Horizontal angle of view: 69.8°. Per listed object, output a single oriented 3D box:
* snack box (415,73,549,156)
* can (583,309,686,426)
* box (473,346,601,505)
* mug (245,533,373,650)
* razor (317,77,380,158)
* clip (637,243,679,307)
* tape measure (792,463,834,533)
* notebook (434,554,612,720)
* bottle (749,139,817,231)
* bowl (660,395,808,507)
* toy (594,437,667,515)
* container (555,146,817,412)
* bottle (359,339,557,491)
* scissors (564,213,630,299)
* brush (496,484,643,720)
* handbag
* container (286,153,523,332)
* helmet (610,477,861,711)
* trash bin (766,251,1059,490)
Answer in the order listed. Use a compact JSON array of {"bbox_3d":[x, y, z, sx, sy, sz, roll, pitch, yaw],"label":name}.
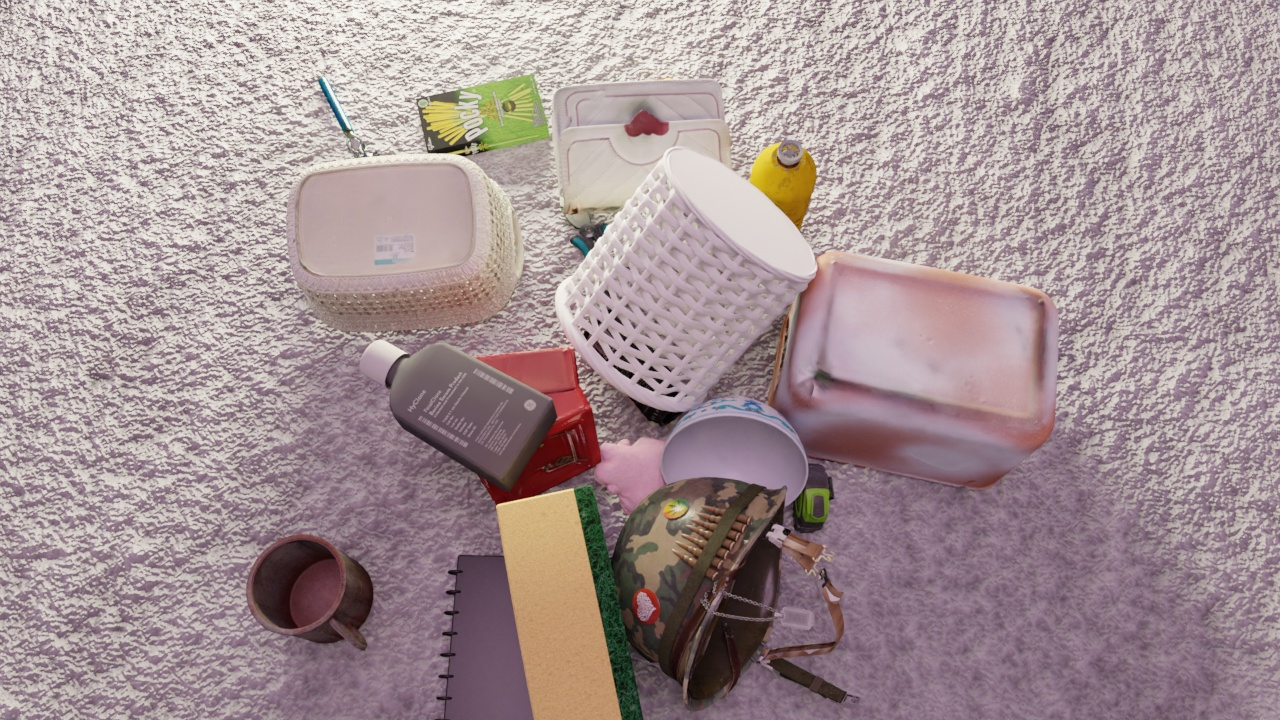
[{"bbox_3d":[-0.193,-0.296,1.122,0.147,0.025,0.080,-14,69,-6],"label":"snack box"},{"bbox_3d":[-0.006,0.006,0.986,0.054,0.054,0.137,-36,72,-13],"label":"can"},{"bbox_3d":[-0.114,0.056,0.913,0.135,0.158,0.117,-20,65,-10],"label":"box"},{"bbox_3d":[-0.298,0.230,0.868,0.096,0.110,0.123,-43,75,-10],"label":"mug"},{"bbox_3d":[-0.365,-0.295,1.124,0.042,0.022,0.144,-26,70,-11],"label":"razor"},{"bbox_3d":[0.023,-0.109,1.046,0.054,0.040,0.101,1,69,14],"label":"clip"},{"bbox_3d":[0.176,0.137,0.931,0.036,0.059,0.065,1,67,-4],"label":"tape measure"},{"bbox_3d":[-0.110,0.306,0.885,0.169,0.019,0.231,1,68,-1],"label":"notebook"},{"bbox_3d":[0.150,-0.182,1.003,0.071,0.164,0.071,0,68,0],"label":"bottle"},{"bbox_3d":[0.096,0.084,0.924,0.144,0.144,0.074,8,40,3],"label":"bowl"},{"bbox_3d":[-0.005,0.116,0.937,0.095,0.053,0.099,24,67,-26],"label":"toy"},{"bbox_3d":[0.043,-0.079,0.906,0.189,0.188,0.187,50,119,17],"label":"container"},{"bbox_3d":[-0.169,0.035,0.812,0.174,0.046,0.083,28,70,12],"label":"bottle"},{"bbox_3d":[-0.044,-0.128,1.057,0.151,0.019,0.130,15,64,11],"label":"scissors"},{"bbox_3d":[-0.058,0.226,0.774,0.075,0.250,0.195,-11,73,-7],"label":"brush"},{"bbox_3d":[-0.001,-0.242,1.052,0.198,0.096,0.142,-6,85,-9],"label":"handbag"},{"bbox_3d":[-0.259,-0.130,0.993,0.251,0.143,0.184,-4,82,-2],"label":"container"},{"bbox_3d":[0.086,0.211,0.829,0.236,0.193,0.223,7,40,13],"label":"helmet"},{"bbox_3d":[0.271,0.009,0.932,0.260,0.157,0.181,12,68,5],"label":"trash bin"}]
